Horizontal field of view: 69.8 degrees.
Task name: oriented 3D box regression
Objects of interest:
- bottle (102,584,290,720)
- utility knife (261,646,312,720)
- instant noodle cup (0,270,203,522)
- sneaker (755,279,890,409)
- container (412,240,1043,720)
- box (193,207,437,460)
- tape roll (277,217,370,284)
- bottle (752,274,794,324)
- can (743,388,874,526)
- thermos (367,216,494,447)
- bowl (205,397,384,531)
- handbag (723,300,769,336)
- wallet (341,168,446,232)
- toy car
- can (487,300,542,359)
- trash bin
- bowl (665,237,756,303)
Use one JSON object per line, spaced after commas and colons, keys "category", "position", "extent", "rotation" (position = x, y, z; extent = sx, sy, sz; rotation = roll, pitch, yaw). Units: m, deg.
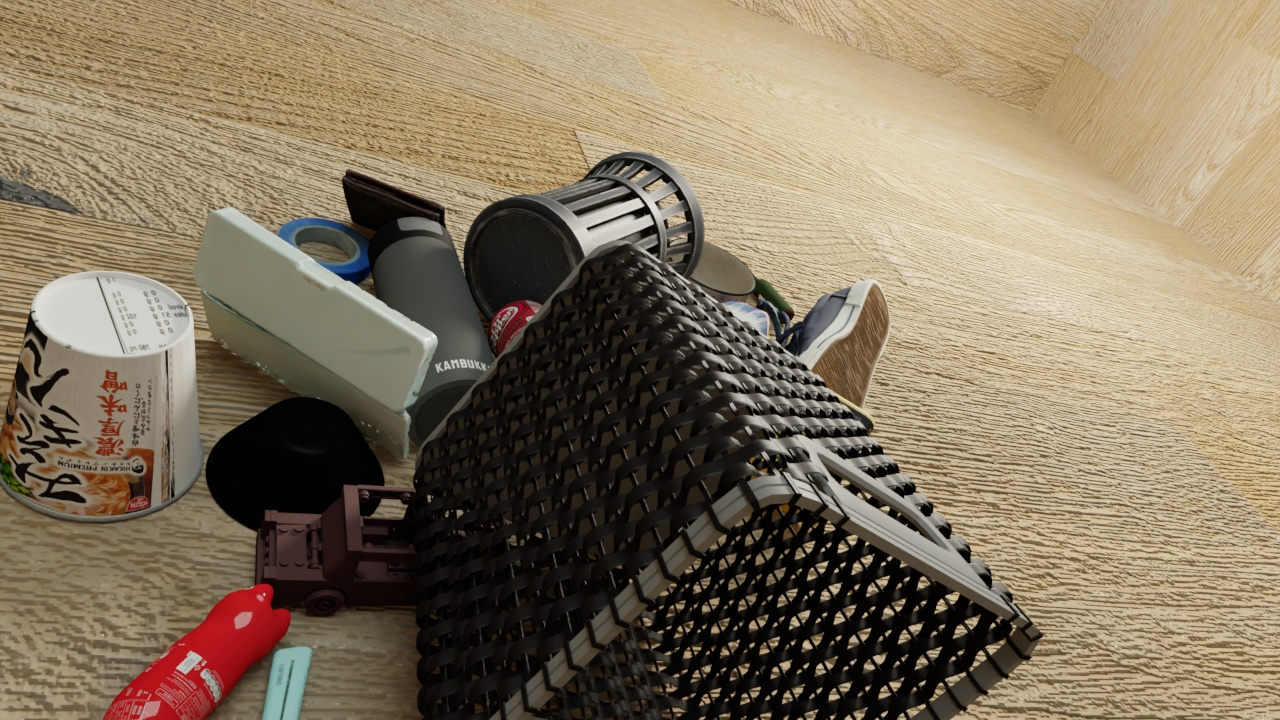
{"category": "bottle", "position": [-0.248, 0.177, 0.497], "extent": [0.042, 0.042, 0.141], "rotation": [29, 33, 5]}
{"category": "utility knife", "position": [-0.199, 0.228, 0.489], "extent": [0.022, 0.015, 0.168], "rotation": [15, 37, -20]}
{"category": "instant noodle cup", "position": [-0.341, 0.017, 0.588], "extent": [0.123, 0.122, 0.123], "rotation": [18, 33, -12]}
{"category": "sneaker", "position": [0.185, 0.000, 1.034], "extent": [0.293, 0.127, 0.121], "rotation": [-50, 121, -50]}
{"category": "container", "position": [0.022, 0.112, 0.547], "extent": [0.247, 0.246, 0.243], "rotation": [31, 20, -35]}
{"category": "box", "position": [-0.249, -0.014, 0.686], "extent": [0.197, 0.136, 0.043], "rotation": [32, 37, 10]}
{"category": "tape roll", "position": [-0.305, -0.106, 0.890], "extent": [0.091, 0.016, 0.092], "rotation": [28, 32, 4]}
{"category": "bottle", "position": [0.161, -0.087, 1.182], "extent": [0.025, 0.025, 0.106], "rotation": [-1, 41, -36]}
{"category": "can", "position": [0.136, 0.071, 0.850], "extent": [0.131, 0.073, 0.100], "rotation": [33, 66, 11]}
{"category": "thermos", "position": [-0.183, -0.031, 0.806], "extent": [0.082, 0.082, 0.240], "rotation": [5, 37, -29]}
{"category": "bowl", "position": [-0.240, 0.063, 0.657], "extent": [0.124, 0.053, 0.123], "rotation": [18, 33, -12]}
{"category": "handbag", "position": [0.041, -0.024, 0.970], "extent": [0.169, 0.068, 0.144], "rotation": [-2, 15, -22]}
{"category": "wallet", "position": [-0.244, -0.147, 0.918], "extent": [0.099, 0.120, 0.031], "rotation": [20, 76, -6]}
{"category": "toy car", "position": [-0.163, 0.126, 0.612], "extent": [0.169, 0.062, 0.070], "rotation": [8, 36, -26]}
{"category": "can", "position": [-0.091, -0.011, 0.775], "extent": [0.063, 0.063, 0.114], "rotation": [13, 11, -20]}
{"category": "trash bin", "position": [-0.057, -0.113, 0.926], "extent": [0.164, 0.165, 0.226], "rotation": [35, 31, 14]}
{"category": "bowl", "position": [0.074, -0.089, 1.091], "extent": [0.115, 0.059, 0.115], "rotation": [18, 33, -12]}
